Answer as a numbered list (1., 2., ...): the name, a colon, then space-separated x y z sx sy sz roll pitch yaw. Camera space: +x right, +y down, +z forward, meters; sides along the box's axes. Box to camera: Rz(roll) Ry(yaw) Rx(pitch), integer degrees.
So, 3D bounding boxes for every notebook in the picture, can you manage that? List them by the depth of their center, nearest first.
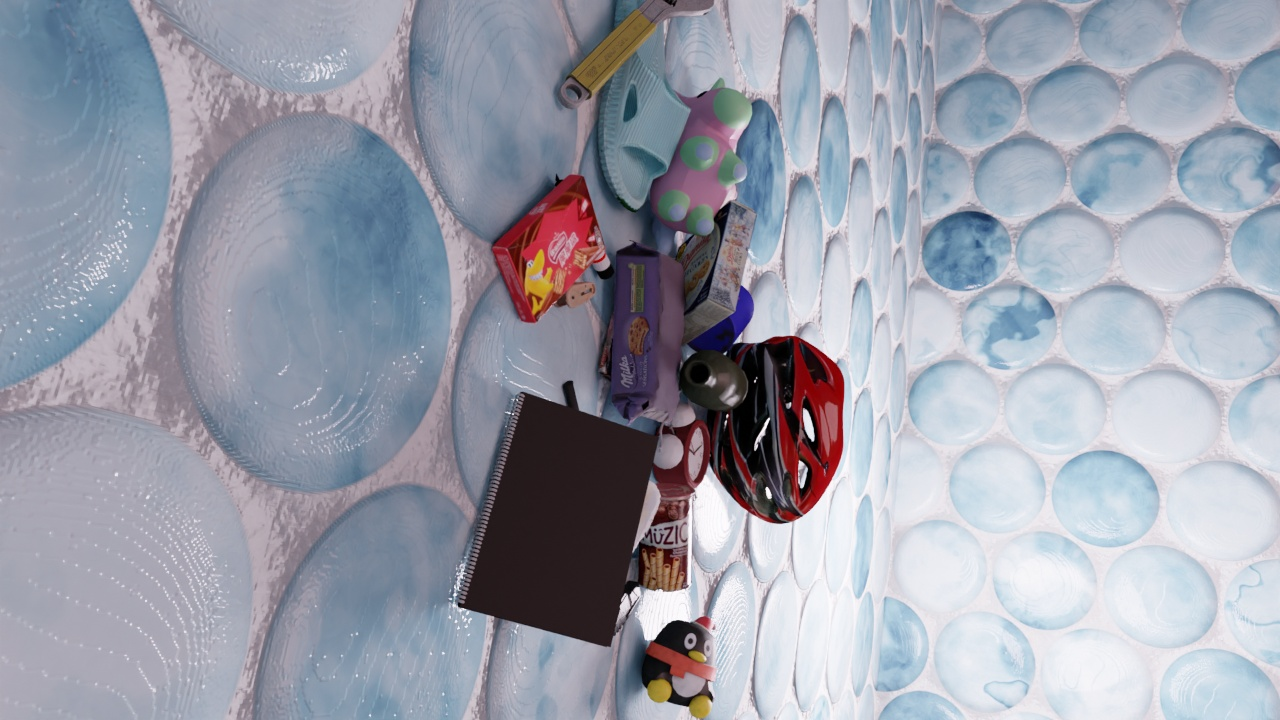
1. notebook: -0.074 0.147 0.865 0.016 0.149 0.206 141 -34 -64

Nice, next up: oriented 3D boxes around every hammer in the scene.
1. hammer: -0.052 0.171 1.035 0.094 0.015 0.325 -48 134 -51

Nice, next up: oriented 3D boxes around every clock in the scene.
1. clock: 0.052 0.115 1.202 0.138 0.048 0.096 65 37 -47

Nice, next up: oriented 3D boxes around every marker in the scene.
1. marker: -0.061 -0.141 0.971 0.146 0.019 0.019 62 40 -47

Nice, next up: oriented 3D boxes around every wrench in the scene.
1. wrench: -0.004 -0.353 0.990 0.083 0.018 0.272 41 61 -11

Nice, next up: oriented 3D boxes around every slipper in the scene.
1. slipper: 0.007 -0.308 1.042 0.115 0.070 0.276 14 79 -60

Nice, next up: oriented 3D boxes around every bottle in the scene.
1. bottle: 0.089 0.025 1.156 0.206 0.071 0.071 24 70 -76

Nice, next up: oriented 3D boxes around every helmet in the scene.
1. helmet: 0.185 0.098 1.312 0.166 0.218 0.272 4 89 -30

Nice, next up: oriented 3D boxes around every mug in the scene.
1. mug: 0.105 -0.046 1.267 0.083 0.079 0.111 -48 147 -53

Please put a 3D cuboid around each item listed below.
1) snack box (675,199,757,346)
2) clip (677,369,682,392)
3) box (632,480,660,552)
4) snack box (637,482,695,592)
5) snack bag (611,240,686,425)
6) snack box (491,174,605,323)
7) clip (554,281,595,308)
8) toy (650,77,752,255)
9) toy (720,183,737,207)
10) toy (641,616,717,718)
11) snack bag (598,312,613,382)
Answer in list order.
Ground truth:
1. snack box: 0.080 -0.104 1.143 0.042 0.145 0.144 23 64 -17
2. clip: 0.047 0.030 1.214 0.076 0.023 0.047 -25 117 -59
3. box: -0.030 0.153 0.930 0.103 0.130 0.109 52 49 -47
4. snack box: 0.031 0.220 1.147 0.072 0.072 0.121 -12 105 -63
5. snack bag: 0.013 -0.028 1.055 0.096 0.058 0.205 9 81 -64
6. snack box: -0.086 -0.110 0.898 0.132 0.021 0.089 -52 139 -36
7. clip: -0.067 -0.070 0.957 0.062 0.047 0.025 -99 -174 -78
8. toy: 0.065 -0.240 1.129 0.222 0.120 0.171 -61 -158 13
9. toy: 0.105 -0.233 1.287 0.125 0.037 0.076 -42 126 -59
10. toy: 0.054 0.382 1.179 0.119 0.097 0.100 -67 -165 -14
11. snack bag: -0.006 0.006 1.103 0.155 0.018 0.074 44 54 -58
